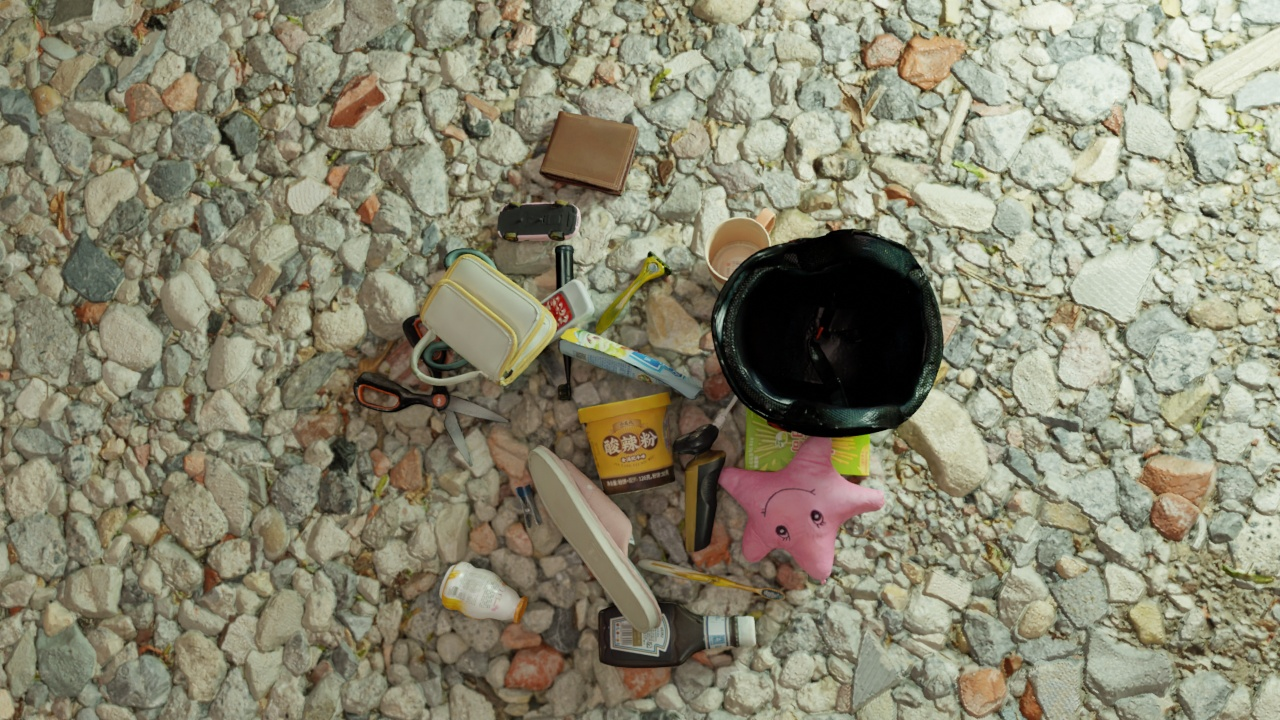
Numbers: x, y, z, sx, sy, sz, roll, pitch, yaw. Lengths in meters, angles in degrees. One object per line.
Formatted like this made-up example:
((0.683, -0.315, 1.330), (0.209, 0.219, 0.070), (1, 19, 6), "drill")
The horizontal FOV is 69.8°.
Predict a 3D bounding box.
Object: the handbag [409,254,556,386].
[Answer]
((-0.221, -0.034, 1.198), (0.163, 0.063, 0.178), (37, 86, 22), "handbag")

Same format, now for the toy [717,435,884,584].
((0.204, 0.187, 1.129), (0.195, 0.074, 0.178), (-22, 88, 20), "toy")

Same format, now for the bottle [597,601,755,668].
((0.045, 0.342, 1.148), (0.195, 0.044, 0.079), (-4, 73, 6), "bottle")

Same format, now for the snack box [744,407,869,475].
((0.213, 0.102, 1.174), (0.156, 0.026, 0.085), (2, 82, 8), "snack box")

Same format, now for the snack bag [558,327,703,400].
((-0.007, 0.007, 1.177), (0.191, 0.110, 0.039), (21, 88, 11), "snack bag")

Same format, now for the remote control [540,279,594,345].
((-0.125, -0.053, 1.228), (0.136, 0.020, 0.056), (-32, 70, 19), "remote control")

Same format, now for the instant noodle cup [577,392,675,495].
((-0.012, 0.106, 1.162), (0.118, 0.118, 0.114), (-11, 87, 6), "instant noodle cup")

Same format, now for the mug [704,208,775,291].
((0.135, -0.141, 1.184), (0.081, 0.106, 0.114), (34, 86, 11), "mug")

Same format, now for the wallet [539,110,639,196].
((-0.070, -0.290, 1.276), (0.124, 0.032, 0.101), (14, 80, 9), "wallet")

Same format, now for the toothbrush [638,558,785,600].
((0.089, 0.279, 1.165), (0.191, 0.018, 0.016), (12, 81, 9), "toothbrush")

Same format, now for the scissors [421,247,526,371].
((-0.242, -0.074, 1.256), (0.171, 0.019, 0.170), (-34, 67, 1), "scissors")

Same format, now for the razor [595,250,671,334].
((-0.016, -0.087, 1.238), (0.043, 0.028, 0.132), (42, 90, 8), "razor")

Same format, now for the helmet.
((0.212, -0.025, 1.081), (0.274, 0.230, 0.233), (8, 84, -2), "helmet")

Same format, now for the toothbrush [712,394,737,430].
((0.146, 0.016, 1.202), (0.016, 0.016, 0.180), (34, 86, 9), "toothbrush")

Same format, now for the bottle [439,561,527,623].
((-0.200, 0.302, 1.178), (0.108, 0.063, 0.063), (18, 83, 10), "bottle")

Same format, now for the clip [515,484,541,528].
((-0.146, 0.192, 1.209), (0.036, 0.025, 0.058), (-17, 84, 12), "clip")

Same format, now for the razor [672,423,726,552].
((0.071, 0.162, 1.149), (0.068, 0.062, 0.167), (7, 107, 17), "razor")

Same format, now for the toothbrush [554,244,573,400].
((-0.102, -0.051, 1.242), (0.027, 0.026, 0.212), (2, 80, -18), "toothbrush")

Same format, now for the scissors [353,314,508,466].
((-0.288, 0.037, 1.254), (0.221, 0.022, 0.227), (-2, 80, 8), "scissors")

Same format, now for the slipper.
((-0.052, 0.213, 1.145), (0.054, 0.114, 0.274), (-27, 67, -28), "slipper")

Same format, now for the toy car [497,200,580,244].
((-0.139, -0.191, 1.266), (0.122, 0.037, 0.056), (3, 78, 21), "toy car")
